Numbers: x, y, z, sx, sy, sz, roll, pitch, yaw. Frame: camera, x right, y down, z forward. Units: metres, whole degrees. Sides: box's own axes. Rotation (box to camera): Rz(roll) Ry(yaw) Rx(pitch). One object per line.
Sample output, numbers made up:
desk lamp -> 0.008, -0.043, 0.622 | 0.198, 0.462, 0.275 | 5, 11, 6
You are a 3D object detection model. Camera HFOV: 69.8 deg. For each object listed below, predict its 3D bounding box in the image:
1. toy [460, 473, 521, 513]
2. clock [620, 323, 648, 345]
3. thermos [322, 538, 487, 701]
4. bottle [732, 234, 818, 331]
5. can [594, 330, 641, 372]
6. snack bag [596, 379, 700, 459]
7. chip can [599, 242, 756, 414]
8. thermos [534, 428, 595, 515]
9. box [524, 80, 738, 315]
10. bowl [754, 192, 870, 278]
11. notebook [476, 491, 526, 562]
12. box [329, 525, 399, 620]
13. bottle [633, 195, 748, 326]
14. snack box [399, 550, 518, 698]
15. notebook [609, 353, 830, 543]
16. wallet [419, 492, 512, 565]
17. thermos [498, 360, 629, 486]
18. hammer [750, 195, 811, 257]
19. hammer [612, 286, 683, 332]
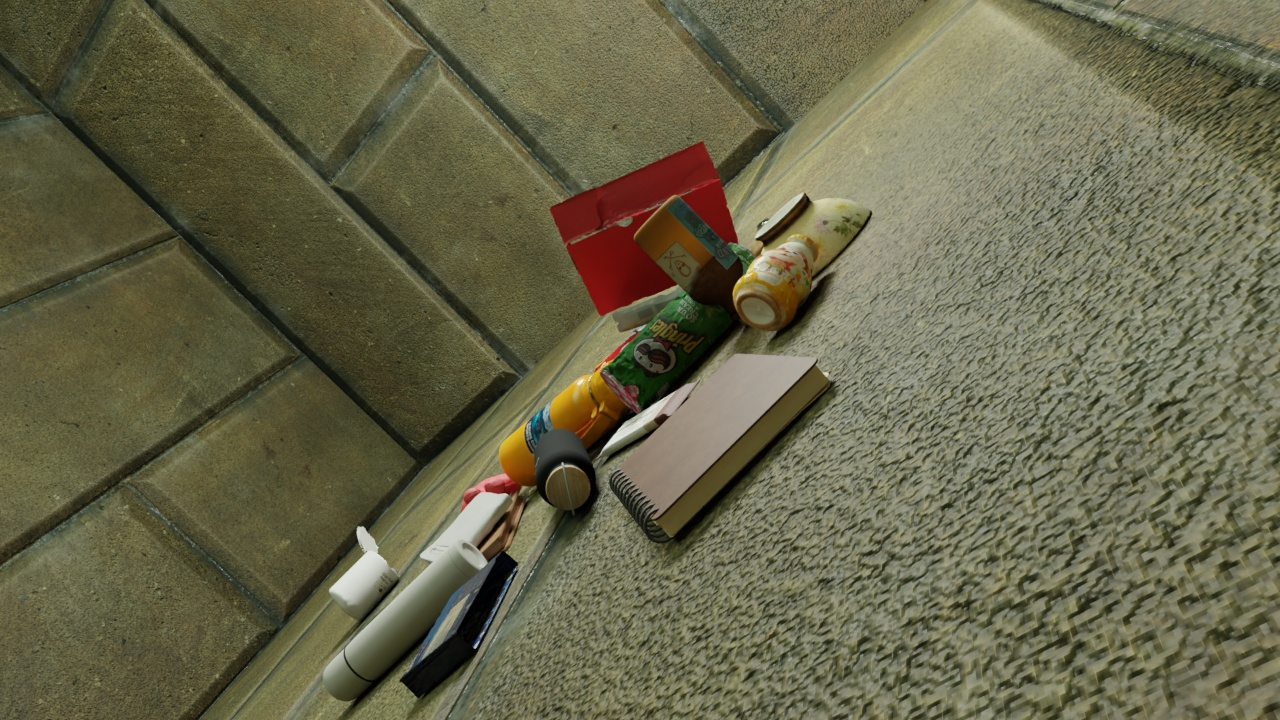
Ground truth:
toy -> -0.204, 0.184, 1.242 | 0.091, 0.045, 0.135 | -36, -13, -5
clock -> 0.009, -0.017, 1.241 | 0.118, 0.057, 0.083 | -38, 9, 44
thermos -> -0.267, 0.295, 1.035 | 0.224, 0.052, 0.052 | -44, 7, 4
bottle -> 0.133, -0.077, 0.874 | 0.063, 0.063, 0.108 | -36, 12, 50
can -> -0.007, 0.007, 1.167 | 0.105, 0.064, 0.064 | -38, 10, 40
snack bag -> 0.006, 0.066, 0.972 | 0.056, 0.013, 0.158 | -48, 8, -39
chip can -> 0.055, -0.039, 1.051 | 0.223, 0.075, 0.075 | -45, 7, -10
thermos -> -0.081, 0.117, 0.972 | 0.061, 0.061, 0.231 | -45, 7, -3
box -> -0.054, -0.317, 1.137 | 0.215, 0.511, 0.141 | -23, 25, 3
bowl -> 0.170, -0.133, 0.985 | 0.145, 0.063, 0.145 | -44, 8, 8
notebook -> -0.231, 0.261, 1.150 | 0.210, 0.022, 0.169 | -43, 8, 9
box -> -0.487, 0.366, 1.595 | 0.143, 0.083, 0.137 | 15, 51, 43
bottle -> 0.069, -0.101, 0.991 | 0.068, 0.157, 0.068 | -45, 3, 3
snack box -> -0.170, 0.247, 0.874 | 0.082, 0.027, 0.150 | -44, 6, 18
notebook -> 0.050, 0.060, 0.724 | 0.167, 0.024, 0.225 | -44, 7, -5
wallet -> -0.207, 0.211, 1.116 | 0.116, 0.032, 0.086 | -47, 20, -25
thermos -> -0.087, 0.087, 1.161 | 0.076, 0.091, 0.233 | 5, -32, -42
hammer -> 0.136, -0.116, 1.213 | 0.329, 0.033, 0.132 | -51, 11, -34
hammer -> 0.054, -0.090, 1.274 | 0.127, 0.029, 0.322 | -21, 5, 22
